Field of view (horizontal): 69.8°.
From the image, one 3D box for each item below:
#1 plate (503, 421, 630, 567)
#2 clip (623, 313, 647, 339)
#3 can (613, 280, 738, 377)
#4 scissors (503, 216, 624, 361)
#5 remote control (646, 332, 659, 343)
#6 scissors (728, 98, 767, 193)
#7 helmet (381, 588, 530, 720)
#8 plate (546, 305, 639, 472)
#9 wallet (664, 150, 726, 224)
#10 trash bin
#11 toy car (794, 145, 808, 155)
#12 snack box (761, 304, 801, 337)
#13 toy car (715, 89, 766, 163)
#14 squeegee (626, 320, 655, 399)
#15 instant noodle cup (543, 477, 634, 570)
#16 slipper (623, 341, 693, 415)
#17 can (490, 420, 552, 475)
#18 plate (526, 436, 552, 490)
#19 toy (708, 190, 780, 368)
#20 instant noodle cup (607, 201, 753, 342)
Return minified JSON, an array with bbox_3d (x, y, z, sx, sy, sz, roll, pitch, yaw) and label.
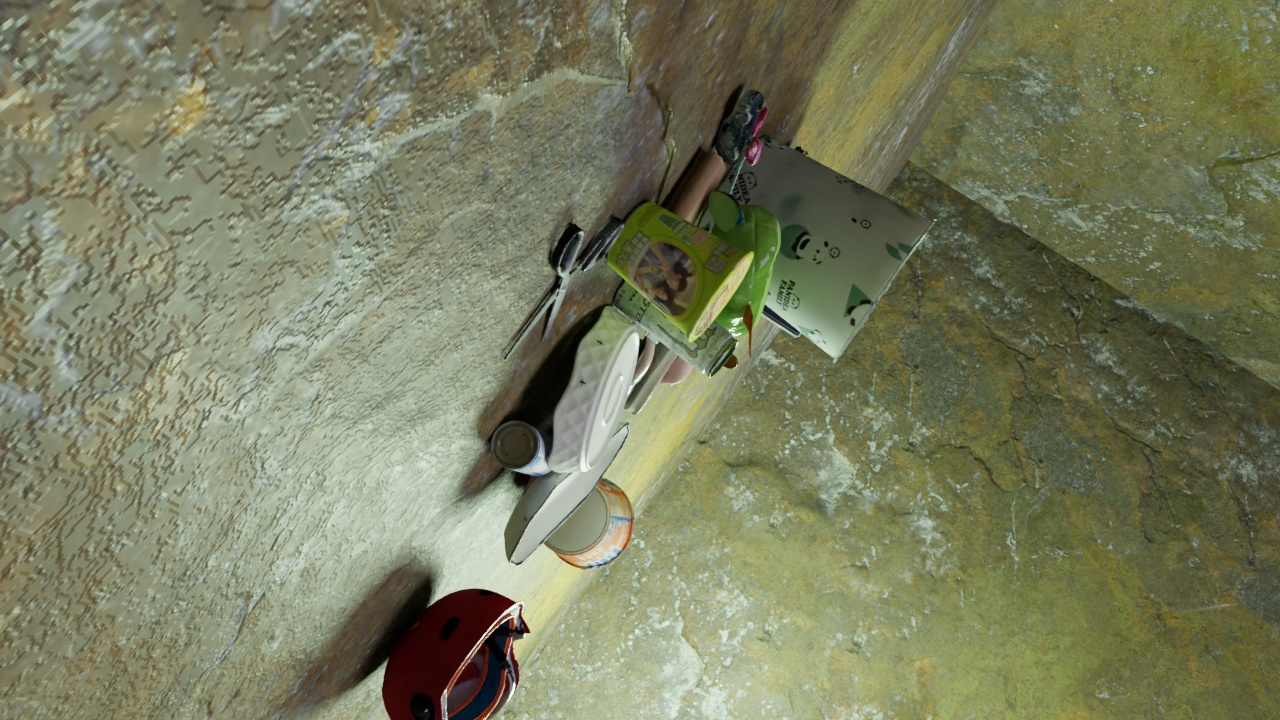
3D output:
[{"bbox_3d":[-0.100,0.165,1.205,0.264,0.034,0.162,-40,162,-53],"label":"plate"},{"bbox_3d":[0.011,-0.078,1.167,0.100,0.034,0.070,-63,169,1],"label":"clip"},{"bbox_3d":[0.041,-0.045,1.070,0.058,0.147,0.058,-48,167,-15],"label":"can"},{"bbox_3d":[-0.073,-0.070,0.859,0.178,0.014,0.159,-52,169,-8],"label":"scissors"},{"bbox_3d":[0.043,-0.084,1.248,0.124,0.024,0.049,-54,141,-16],"label":"remote control"},{"bbox_3d":[0.128,-0.259,1.103,0.133,0.017,0.118,175,-73,-82],"label":"scissors"},{"bbox_3d":[-0.248,0.386,1.185,0.206,0.144,0.240,-39,148,-56],"label":"helmet"},{"bbox_3d":[-0.050,0.039,1.072,0.205,0.045,0.205,20,89,-81],"label":"plate"},{"bbox_3d":[0.056,-0.179,1.039,0.115,0.033,0.090,-57,172,8],"label":"wallet"},{"bbox_3d":[0.225,-0.159,1.244,0.229,0.252,0.230,-52,169,-15],"label":"trash bin"},{"bbox_3d":[0.212,-0.267,1.437,0.070,0.042,0.159,-44,168,-44],"label":"toy car"},{"bbox_3d":[0.210,-0.157,1.373,0.178,0.182,0.045,-56,174,6],"label":"snack box"},{"bbox_3d":[0.109,-0.259,1.014,0.042,0.034,0.091,-45,165,-32],"label":"toy car"},{"bbox_3d":[-0.008,0.008,1.331,0.246,0.040,0.250,-48,168,-38],"label":"squeegee"},{"bbox_3d":[-0.094,0.248,1.436,0.151,0.151,0.111,-54,161,-5],"label":"instant noodle cup"},{"bbox_3d":[0.055,-0.023,1.368,0.275,0.054,0.114,-57,-160,28],"label":"slipper"},{"bbox_3d":[-0.128,0.102,1.043,0.053,0.053,0.134,-54,170,-5],"label":"can"},{"bbox_3d":[-0.103,0.129,1.285,0.192,0.039,0.193,-52,169,-15],"label":"plate"},{"bbox_3d":[0.113,-0.101,1.113,0.090,0.226,0.247,-6,154,-11],"label":"toy"},{"bbox_3d":[0.035,-0.100,0.946,0.111,0.123,0.112,-51,170,-12],"label":"instant noodle cup"}]
